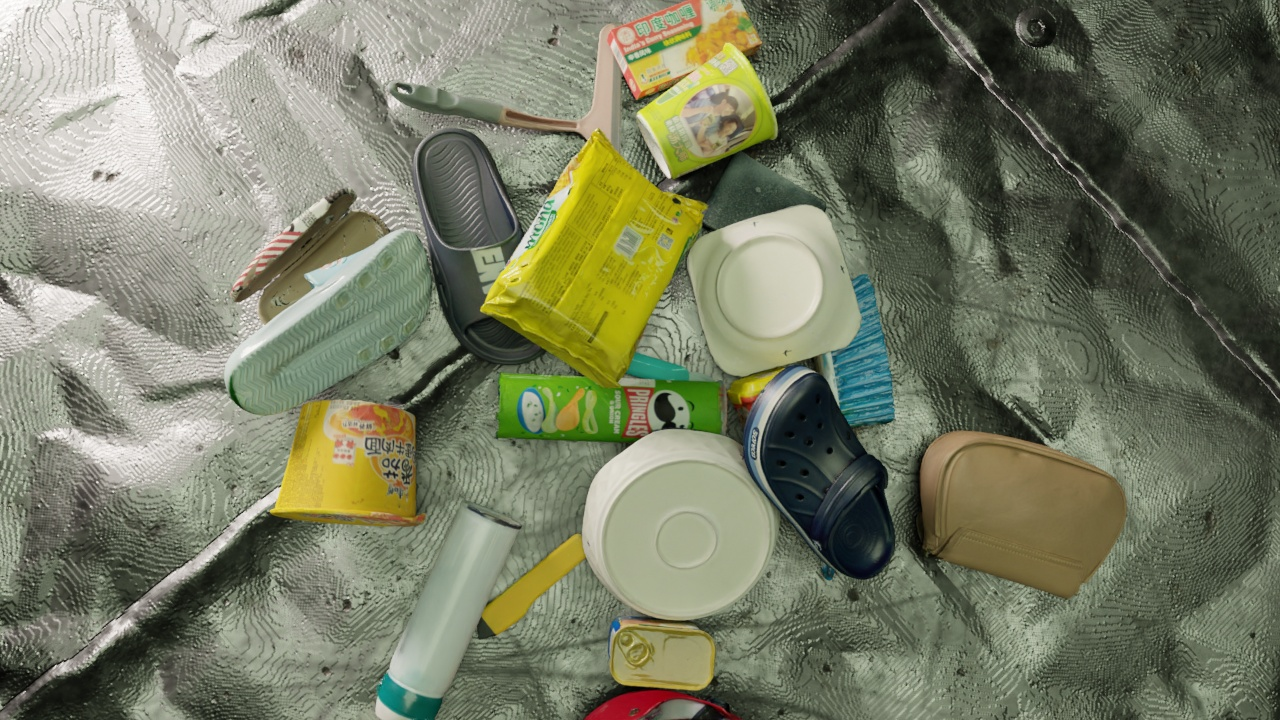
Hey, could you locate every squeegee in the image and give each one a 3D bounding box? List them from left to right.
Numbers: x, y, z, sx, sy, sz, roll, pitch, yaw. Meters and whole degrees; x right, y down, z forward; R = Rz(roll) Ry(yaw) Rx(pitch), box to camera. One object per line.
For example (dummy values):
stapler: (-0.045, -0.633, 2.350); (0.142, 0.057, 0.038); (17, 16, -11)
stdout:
squeegee: (-0.142, -0.263, 0.976); (0.249, 0.040, 0.247); (5, 80, -20)

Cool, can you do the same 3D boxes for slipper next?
slipper: (-0.306, -0.039, 0.910); (0.074, 0.104, 0.244); (20, 50, 37)
slipper: (-0.172, -0.122, 0.950); (0.110, 0.083, 0.268); (-19, 85, -5)
slipper: (0.186, 0.124, 0.886); (0.105, 0.095, 0.253); (-39, 118, -19)

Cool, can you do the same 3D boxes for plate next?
plate: (0.043, 0.172, 0.923); (0.205, 0.045, 0.205); (-1, 105, -5)
plate: (0.136, -0.076, 0.961); (0.164, 0.034, 0.163); (-17, 82, 12)

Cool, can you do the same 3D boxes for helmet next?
helmet: (0.024, 0.415, 0.884); (0.240, 0.144, 0.207); (14, 86, -18)

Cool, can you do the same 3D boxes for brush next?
brush: (0.221, 0.071, 0.982); (0.109, 0.060, 0.314); (-10, 87, -1)

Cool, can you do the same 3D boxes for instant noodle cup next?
instant noodle cup: (-0.280, 0.102, 0.896); (0.138, 0.138, 0.109); (5, 75, -5)
instant noodle cup: (0.065, -0.257, 0.976); (0.123, 0.111, 0.111); (-29, 87, 0)

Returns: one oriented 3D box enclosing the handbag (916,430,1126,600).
handbag: (0.391, 0.157, 0.966); (0.204, 0.100, 0.148); (18, 90, -3)

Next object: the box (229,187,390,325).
box: (-0.332, -0.098, 0.937); (0.086, 0.076, 0.162); (44, 81, -12)

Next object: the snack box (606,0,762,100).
snack box: (0.049, -0.352, 1.013); (0.155, 0.027, 0.077); (-26, 87, -13)

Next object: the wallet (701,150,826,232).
wallet: (0.135, -0.163, 1.013); (0.121, 0.019, 0.097); (30, 81, -3)

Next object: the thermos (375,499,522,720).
thermos: (-0.196, 0.255, 0.917); (0.073, 0.073, 0.224); (24, 83, -2)

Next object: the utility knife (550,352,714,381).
utility knife: (-0.006, 0.006, 0.984); (0.182, 0.013, 0.029); (15, 86, -2)

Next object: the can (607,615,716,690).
can: (0.018, 0.291, 0.922); (0.102, 0.083, 0.057); (6, 83, -4)

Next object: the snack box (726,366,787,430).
snack box: (0.142, 0.052, 0.956); (0.082, 0.091, 0.080); (-18, 93, -9)

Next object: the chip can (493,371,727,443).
chip can: (-0.032, 0.051, 0.949); (0.236, 0.072, 0.072); (3, 84, -4)

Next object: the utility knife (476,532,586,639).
utility knife: (-0.090, 0.219, 0.953); (0.202, 0.015, 0.033); (-38, 88, -7)

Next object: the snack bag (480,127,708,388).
snack bag: (-0.036, -0.102, 0.920); (0.158, 0.068, 0.245); (33, 64, -13)
